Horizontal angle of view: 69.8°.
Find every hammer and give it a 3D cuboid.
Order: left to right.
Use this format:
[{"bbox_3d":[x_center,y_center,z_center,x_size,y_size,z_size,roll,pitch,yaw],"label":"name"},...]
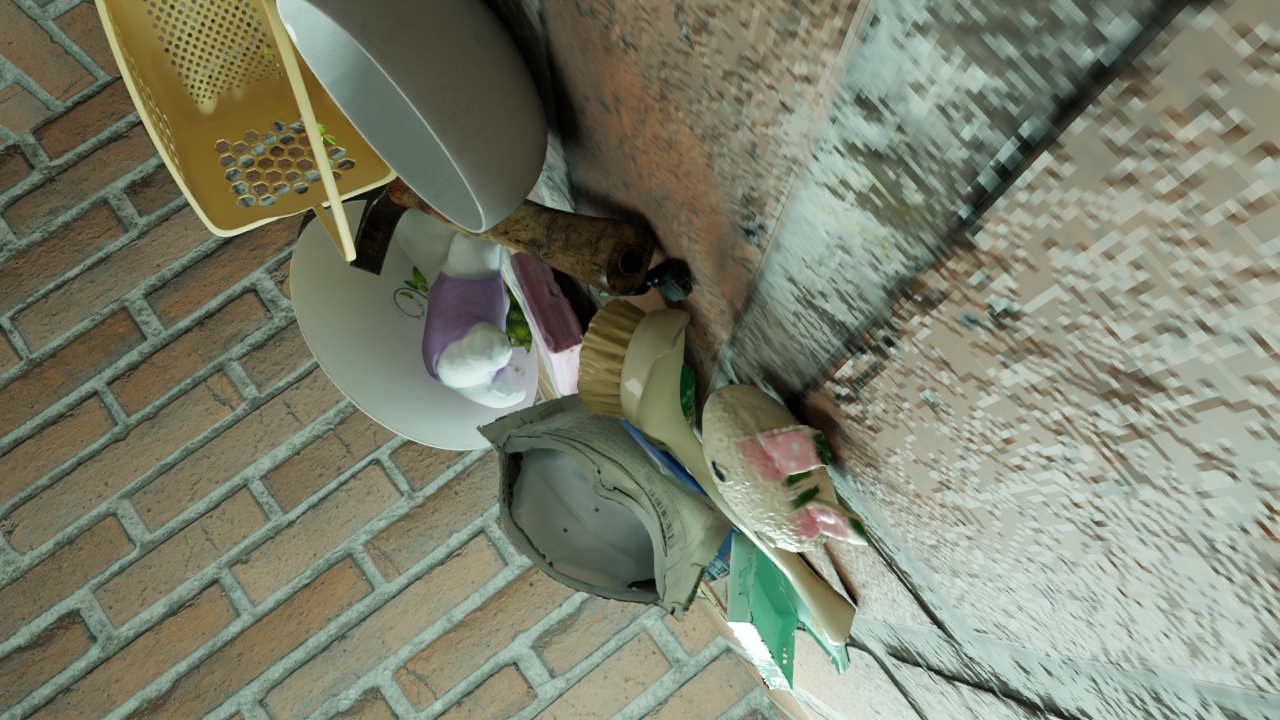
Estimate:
[{"bbox_3d":[-0.096,-0.080,0.540,0.033,0.120,0.330,17,-174,-37],"label":"hammer"}]

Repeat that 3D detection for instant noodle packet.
[{"bbox_3d":[-0.010,0.076,0.557,0.147,0.057,0.269,43,-174,7],"label":"instant noodle packet"}]

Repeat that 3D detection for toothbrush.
[{"bbox_3d":[-0.002,-0.038,0.487,0.017,0.014,0.188,47,173,-10],"label":"toothbrush"},{"bbox_3d":[0.033,0.094,0.709,0.190,0.017,0.016,45,166,-4],"label":"toothbrush"}]

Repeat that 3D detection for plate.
[{"bbox_3d":[-0.182,-0.026,0.747,0.229,0.030,0.228,31,-139,-32],"label":"plate"}]

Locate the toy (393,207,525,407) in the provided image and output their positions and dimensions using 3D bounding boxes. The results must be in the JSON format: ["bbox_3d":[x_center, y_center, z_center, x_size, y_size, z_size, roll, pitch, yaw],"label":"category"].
[{"bbox_3d":[-0.142,-0.069,0.719,0.138,0.085,0.209,87,170,-68],"label":"toy"}]

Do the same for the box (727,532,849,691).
[{"bbox_3d":[0.121,0.187,0.682,0.189,0.079,0.077,64,-153,-52],"label":"box"}]

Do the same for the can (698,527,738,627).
[{"bbox_3d":[0.072,0.172,0.772,0.100,0.059,0.054,58,170,-34],"label":"can"}]

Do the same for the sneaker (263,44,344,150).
[{"bbox_3d":[-0.241,-0.240,0.711,0.116,0.091,0.242,56,171,-1],"label":"sneaker"}]

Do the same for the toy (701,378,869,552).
[{"bbox_3d":[0.056,0.046,0.406,0.087,0.050,0.112,58,166,-26],"label":"toy"}]

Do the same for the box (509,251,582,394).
[{"bbox_3d":[-0.051,0.004,0.797,0.180,0.055,0.233,51,171,7],"label":"box"}]

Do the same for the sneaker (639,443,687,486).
[{"bbox_3d":[0.010,0.105,0.829,0.079,0.087,0.236,11,-178,-19],"label":"sneaker"}]

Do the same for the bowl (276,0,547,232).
[{"bbox_3d":[-0.093,-0.128,0.415,0.132,0.064,0.132,43,167,12],"label":"bowl"}]

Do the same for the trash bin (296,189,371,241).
[{"bbox_3d":[-0.290,-0.130,1.080,0.217,0.216,0.243,56,165,-14],"label":"trash bin"}]

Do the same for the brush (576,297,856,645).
[{"bbox_3d":[0.053,0.073,0.505,0.077,0.061,0.272,3,137,50],"label":"brush"}]

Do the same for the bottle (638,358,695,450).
[{"bbox_3d":[0.014,0.028,0.568,0.042,0.042,0.110,51,172,16],"label":"bottle"}]

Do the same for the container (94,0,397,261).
[{"bbox_3d":[-0.215,-0.160,0.514,0.167,0.129,0.184,50,155,30],"label":"container"}]
